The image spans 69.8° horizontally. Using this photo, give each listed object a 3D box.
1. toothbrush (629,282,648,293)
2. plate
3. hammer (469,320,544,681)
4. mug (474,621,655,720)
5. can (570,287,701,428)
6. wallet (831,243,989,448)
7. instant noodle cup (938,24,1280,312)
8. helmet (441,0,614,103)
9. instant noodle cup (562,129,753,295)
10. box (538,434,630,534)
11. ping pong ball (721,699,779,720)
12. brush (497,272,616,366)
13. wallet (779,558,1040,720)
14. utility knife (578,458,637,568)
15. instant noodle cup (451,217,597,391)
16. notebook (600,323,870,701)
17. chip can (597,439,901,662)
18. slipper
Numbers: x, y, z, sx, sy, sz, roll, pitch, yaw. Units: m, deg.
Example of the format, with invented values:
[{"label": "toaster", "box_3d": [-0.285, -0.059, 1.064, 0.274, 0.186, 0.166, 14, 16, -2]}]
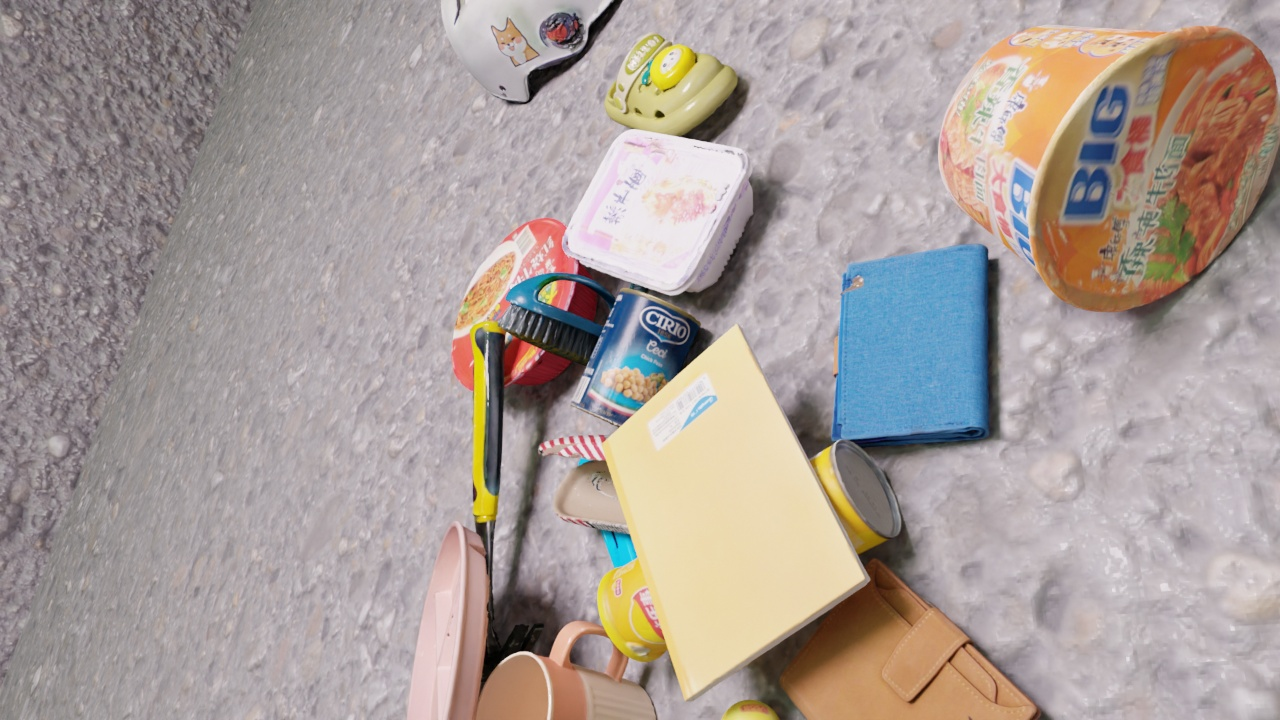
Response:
[{"label": "toothbrush", "box_3d": [0.016, -0.147, 0.893, 0.018, 0.016, 0.191, -1, 67, 37]}, {"label": "plate", "box_3d": [-0.154, 0.243, 0.724, 0.230, 0.028, 0.229, -169, 91, -73]}, {"label": "hammer", "box_3d": [-0.138, 0.123, 0.835, 0.126, 0.031, 0.323, -11, 75, 42]}, {"label": "mug", "box_3d": [-0.046, 0.245, 0.655, 0.082, 0.105, 0.114, 11, 77, 51]}, {"label": "can", "box_3d": [-0.005, 0.005, 0.777, 0.075, 0.075, 0.111, 18, 83, 51]}, {"label": "wallet", "box_3d": [0.178, -0.008, 0.610, 0.107, 0.040, 0.132, -9, 61, 36]}, {"label": "instant noodle cup", "box_3d": [0.250, -0.117, 0.515, 0.151, 0.151, 0.111, -52, 31, 12]}, {"label": "helmet", "box_3d": [-0.153, -0.480, 1.168, 0.275, 0.156, 0.229, -33, 47, 32]}, {"label": "instant noodle cup", "box_3d": [0.023, -0.126, 0.823, 0.173, 0.060, 0.138, 24, 85, 45]}, {"label": "box", "box_3d": [-0.008, 0.102, 0.728, 0.163, 0.076, 0.087, -2, 88, 36]}, {"label": "ping pong ball", "box_3d": [0.070, 0.236, 0.582, 0.040, 0.040, 0.040, -27, 50, 36]}, {"label": "brush", "box_3d": [-0.058, -0.038, 0.806, 0.055, 0.143, 0.073, 22, 91, 45]}, {"label": "wallet", "box_3d": [0.150, 0.194, 0.528, 0.108, 0.031, 0.132, -56, 40, 10]}, {"label": "utility knife", "box_3d": [-0.022, 0.133, 0.766, 0.034, 0.018, 0.159, -44, 43, 20]}, {"label": "instant noodle cup", "box_3d": [-0.110, -0.047, 0.935, 0.194, 0.065, 0.193, -25, 52, 37]}, {"label": "notebook", "box_3d": [0.049, 0.092, 0.599, 0.146, 0.010, 0.206, -43, 46, 23]}, {"label": "chip can", "box_3d": [0.067, 0.133, 0.623, 0.214, 0.072, 0.072, -37, 45, 28]}, {"label": "slipper", "box_3d": [0.012, -0.277, 0.913, 0.091, 0.081, 0.191, -50, 33, -8]}]
